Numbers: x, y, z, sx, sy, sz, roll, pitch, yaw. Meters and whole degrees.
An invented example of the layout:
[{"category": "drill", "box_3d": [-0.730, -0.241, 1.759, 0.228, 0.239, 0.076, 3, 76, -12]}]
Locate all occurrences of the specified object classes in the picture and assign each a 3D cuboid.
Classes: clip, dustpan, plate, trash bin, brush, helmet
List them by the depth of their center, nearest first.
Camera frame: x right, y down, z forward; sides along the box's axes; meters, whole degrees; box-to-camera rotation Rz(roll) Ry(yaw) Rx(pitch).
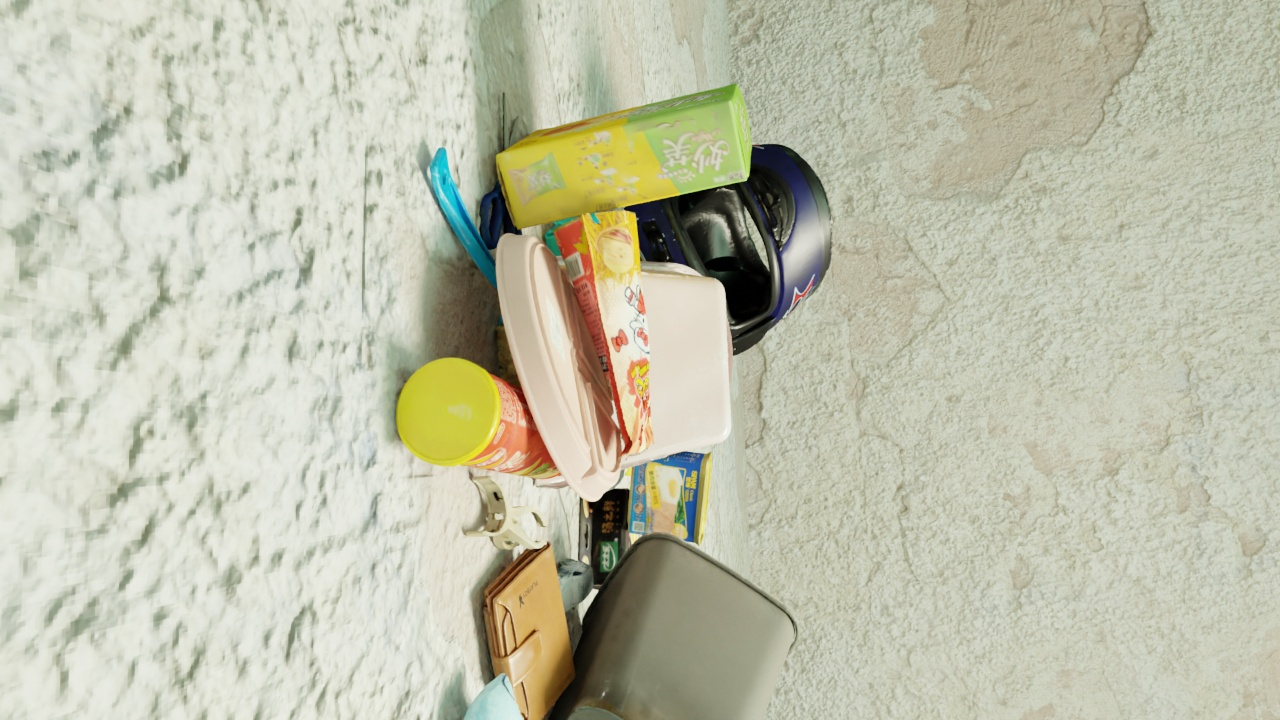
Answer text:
[{"category": "clip", "box_3d": [-0.111, 0.130, 0.752, 0.100, 0.035, 0.071, 47, 41, -59]}, {"category": "plate", "box_3d": [-0.060, 0.002, 0.752, 0.229, 0.028, 0.229, -17, 89, -82]}, {"category": "brush", "box_3d": [-0.120, -0.063, 0.753, 0.255, 0.046, 0.083, 69, 25, -45]}, {"category": "trash bin", "box_3d": [0.020, 0.323, 0.872, 0.199, 0.198, 0.219, -60, 178, 30]}, {"category": "dustpan", "box_3d": [-0.006, 0.006, 0.959, 0.139, 0.273, 0.222, -167, -104, -72]}, {"category": "helmet", "box_3d": [0.078, -0.126, 1.146, 0.247, 0.240, 0.316, 65, -12, 7]}]

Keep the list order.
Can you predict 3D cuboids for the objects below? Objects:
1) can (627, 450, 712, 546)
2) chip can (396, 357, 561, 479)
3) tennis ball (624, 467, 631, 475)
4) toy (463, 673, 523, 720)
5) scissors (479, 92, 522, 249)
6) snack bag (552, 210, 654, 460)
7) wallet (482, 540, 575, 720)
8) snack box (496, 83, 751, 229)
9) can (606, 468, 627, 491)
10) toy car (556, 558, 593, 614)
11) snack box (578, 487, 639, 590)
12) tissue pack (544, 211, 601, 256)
[{"category": "can", "box_3d": [0.033, 0.148, 1.018, 0.057, 0.083, 0.102, -44, 140, -74]}, {"category": "chip can", "box_3d": [-0.104, 0.050, 0.698, 0.216, 0.073, 0.073, 37, 51, -74]}, {"category": "tennis ball", "box_3d": [-0.016, 0.108, 1.120, 0.065, 0.065, 0.065, -2, 89, -78]}, {"category": "toy", "box_3d": [-0.114, 0.308, 0.645, 0.156, 0.050, 0.161, 32, 60, -73]}, {"category": "scissors", "box_3d": [-0.122, -0.155, 0.814, 0.156, 0.012, 0.166, -59, 144, -70]}, {"category": "snack bag", "box_3d": [-0.021, -0.022, 0.798, 0.128, 0.073, 0.208, -24, 103, -83]}, {"category": "wallet", "box_3d": [-0.093, 0.233, 0.769, 0.107, 0.031, 0.132, -35, 119, -64]}, {"category": "snack box", "box_3d": [-0.008, -0.188, 0.831, 0.157, 0.210, 0.070, -71, 148, -67]}, {"category": "can", "box_3d": [-0.040, 0.092, 1.005, 0.093, 0.066, 0.066, -69, 153, -63]}, {"category": "toy car", "box_3d": [-0.071, 0.226, 0.910, 0.090, 0.034, 0.043, -9, 99, -77]}, {"category": "snack box", "box_3d": [-0.034, 0.210, 1.066, 0.126, 0.053, 0.113, 67, 23, -72]}, {"category": "tissue pack", "box_3d": [-0.063, -0.096, 0.985, 0.093, 0.050, 0.133, -55, 140, -69]}]
